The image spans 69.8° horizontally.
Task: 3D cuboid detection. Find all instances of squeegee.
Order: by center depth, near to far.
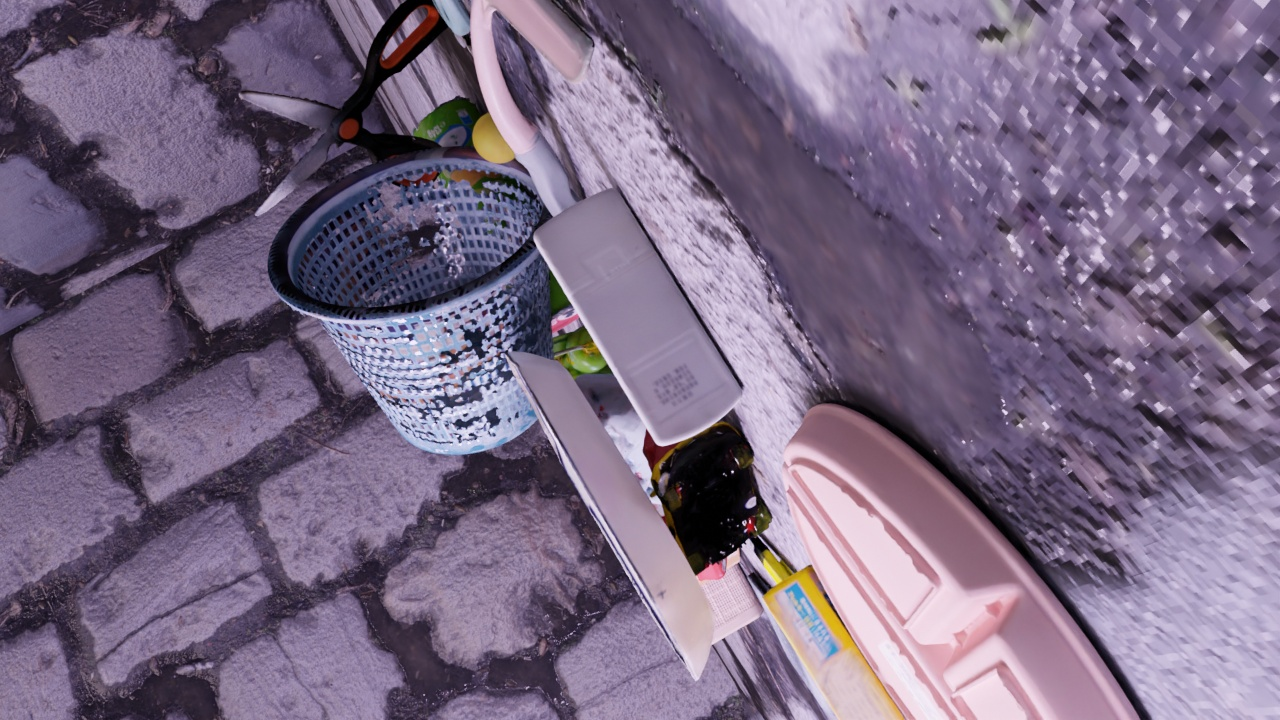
[{"bbox_3d":[-0.069,-0.148,0.573,0.247,0.040,0.250,54,171,35],"label":"squeegee"}]

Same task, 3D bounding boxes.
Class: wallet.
[{"bbox_3d":[0.140,0.256,0.841,0.097,0.019,0.121,64,173,-16],"label":"wallet"}]

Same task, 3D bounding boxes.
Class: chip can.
[{"bbox_3d":[-0.133,-0.137,0.885,0.236,0.072,0.072,59,172,5],"label":"chip can"}]

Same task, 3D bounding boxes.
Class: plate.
[{"bbox_3d":[0.126,0.122,0.383,0.229,0.028,0.230,57,172,11],"label":"plate"},{"bbox_3d":[-0.019,0.099,0.652,0.265,0.034,0.162,55,170,28],"label":"plate"}]

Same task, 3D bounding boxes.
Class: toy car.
[{"bbox_3d":[0.046,0.092,0.623,0.041,0.071,0.156,50,166,39],"label":"toy car"}]

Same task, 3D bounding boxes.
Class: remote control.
[{"bbox_3d":[-0.002,-0.025,0.528,0.150,0.058,0.021,59,175,6],"label":"remote control"}]

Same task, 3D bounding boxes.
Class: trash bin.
[{"bbox_3d":[-0.162,-0.037,0.765,0.226,0.226,0.195,52,160,44],"label":"trash bin"}]

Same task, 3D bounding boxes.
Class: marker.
[{"bbox_3d":[0.098,0.151,0.727,0.018,0.015,0.124,64,174,-25],"label":"marker"}]

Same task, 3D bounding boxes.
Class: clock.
[{"bbox_3d":[-0.084,0.007,0.967,0.161,0.116,0.056,103,146,-83],"label":"clock"}]

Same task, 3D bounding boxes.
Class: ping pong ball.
[{"bbox_3d":[-0.112,-0.176,0.722,0.040,0.040,0.040,58,172,12],"label":"ping pong ball"}]

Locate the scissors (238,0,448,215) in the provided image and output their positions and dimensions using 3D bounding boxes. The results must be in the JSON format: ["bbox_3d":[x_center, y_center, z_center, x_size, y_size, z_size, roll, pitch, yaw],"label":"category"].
[{"bbox_3d":[-0.231,-0.201,0.763,0.022,0.233,0.221,37,178,23],"label":"scissors"}]

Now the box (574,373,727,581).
[{"bbox_3d":[0.010,0.097,0.746,0.201,0.100,0.102,68,-154,-50],"label":"box"}]

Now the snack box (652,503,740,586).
[{"bbox_3d":[0.035,0.175,0.910,0.094,0.092,0.077,55,172,26],"label":"snack box"}]

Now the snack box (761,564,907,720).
[{"bbox_3d":[0.125,0.182,0.518,0.140,0.034,0.087,59,-170,16],"label":"snack box"}]

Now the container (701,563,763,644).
[{"bbox_3d":[0.062,0.234,0.995,0.111,0.090,0.090,64,172,-9],"label":"container"}]

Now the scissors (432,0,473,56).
[{"bbox_3d":[-0.142,-0.262,0.635,0.170,0.019,0.181,60,179,-3],"label":"scissors"}]
